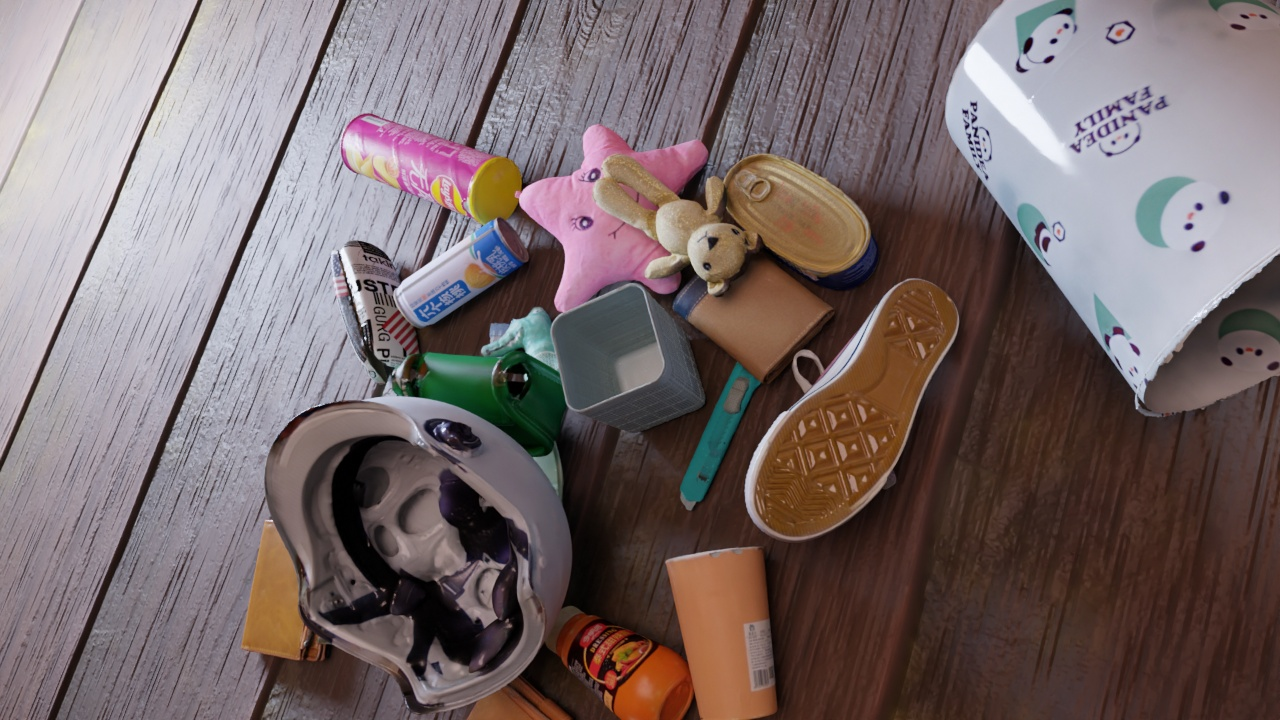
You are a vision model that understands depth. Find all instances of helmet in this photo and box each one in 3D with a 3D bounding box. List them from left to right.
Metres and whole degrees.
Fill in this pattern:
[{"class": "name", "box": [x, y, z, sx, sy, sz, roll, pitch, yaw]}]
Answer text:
[{"class": "helmet", "box": [-0.162, 0.133, 0.745, 0.258, 0.145, 0.230, 39, 115, 11]}]

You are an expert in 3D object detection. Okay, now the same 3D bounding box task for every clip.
[{"class": "clip", "box": [-0.139, -0.008, 0.901, 0.026, 0.038, 0.058, 6, 78, 24]}]

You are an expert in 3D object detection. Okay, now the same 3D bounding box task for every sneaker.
[{"class": "sneaker", "box": [0.159, 0.043, 0.705, 0.118, 0.088, 0.240, 35, 69, 8]}]

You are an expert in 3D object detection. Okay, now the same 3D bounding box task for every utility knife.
[{"class": "utility knife", "box": [0.071, 0.055, 0.783, 0.029, 0.013, 0.157, 22, 84, 29]}]

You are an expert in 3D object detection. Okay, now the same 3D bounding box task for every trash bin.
[{"class": "trash bin", "box": [0.348, -0.130, 0.599, 0.230, 0.229, 0.251, -34, 57, 12]}]

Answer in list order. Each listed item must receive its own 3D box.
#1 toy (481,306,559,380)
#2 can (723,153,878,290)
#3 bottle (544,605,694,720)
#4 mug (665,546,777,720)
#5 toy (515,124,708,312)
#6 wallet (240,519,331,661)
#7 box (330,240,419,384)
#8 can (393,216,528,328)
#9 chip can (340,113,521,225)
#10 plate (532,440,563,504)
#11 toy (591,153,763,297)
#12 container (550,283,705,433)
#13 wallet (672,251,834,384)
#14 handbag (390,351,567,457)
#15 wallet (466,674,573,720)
[{"class": "toy", "box": [-0.101, -0.010, 0.873, 0.096, 0.030, 0.092, -24, 60, -3]}, {"class": "can", "box": [0.137, -0.119, 0.787, 0.148, 0.049, 0.074, 40, 93, 30]}, {"class": "bottle", "box": [-0.028, 0.242, 0.747, 0.150, 0.066, 0.066, 22, 84, 36]}, {"class": "mug", "box": [0.067, 0.209, 0.704, 0.078, 0.078, 0.122, -15, 73, 21]}, {"class": "toy", "box": [-0.037, -0.131, 0.856, 0.179, 0.074, 0.194, 11, 77, 16]}, {"class": "wallet", "box": [-0.342, 0.227, 0.912, 0.119, 0.035, 0.130, 0, 75, 26]}, {"class": "box", "box": [-0.293, -0.048, 0.962, 0.082, 0.075, 0.163, -34, 65, 25]}, {"class": "can", "box": [-0.182, -0.087, 0.926, 0.135, 0.053, 0.053, -31, 63, 13]}, {"class": "chip can", "box": [-0.226, -0.205, 0.976, 0.211, 0.071, 0.071, 24, 85, 30]}, {"class": "plate", "box": [-0.170, 0.131, 0.866, 0.231, 0.027, 0.230, -8, 70, 24]}, {"class": "toy", "box": [0.027, -0.120, 0.781, 0.157, 0.066, 0.105, 37, 92, 17]}, {"class": "container", "box": [-0.005, 0.005, 0.779, 0.090, 0.111, 0.090, -23, 65, 18]}, {"class": "wallet", "box": [0.095, -0.045, 0.786, 0.090, 0.033, 0.115, -46, 59, -4]}, {"class": "handbag", "box": [-0.137, 0.033, 0.799, 0.131, 0.120, 0.067, 2, 67, 27]}, {"class": "wallet", "box": [-0.095, 0.335, 0.763, 0.132, 0.031, 0.108, 29, 91, 29]}]
